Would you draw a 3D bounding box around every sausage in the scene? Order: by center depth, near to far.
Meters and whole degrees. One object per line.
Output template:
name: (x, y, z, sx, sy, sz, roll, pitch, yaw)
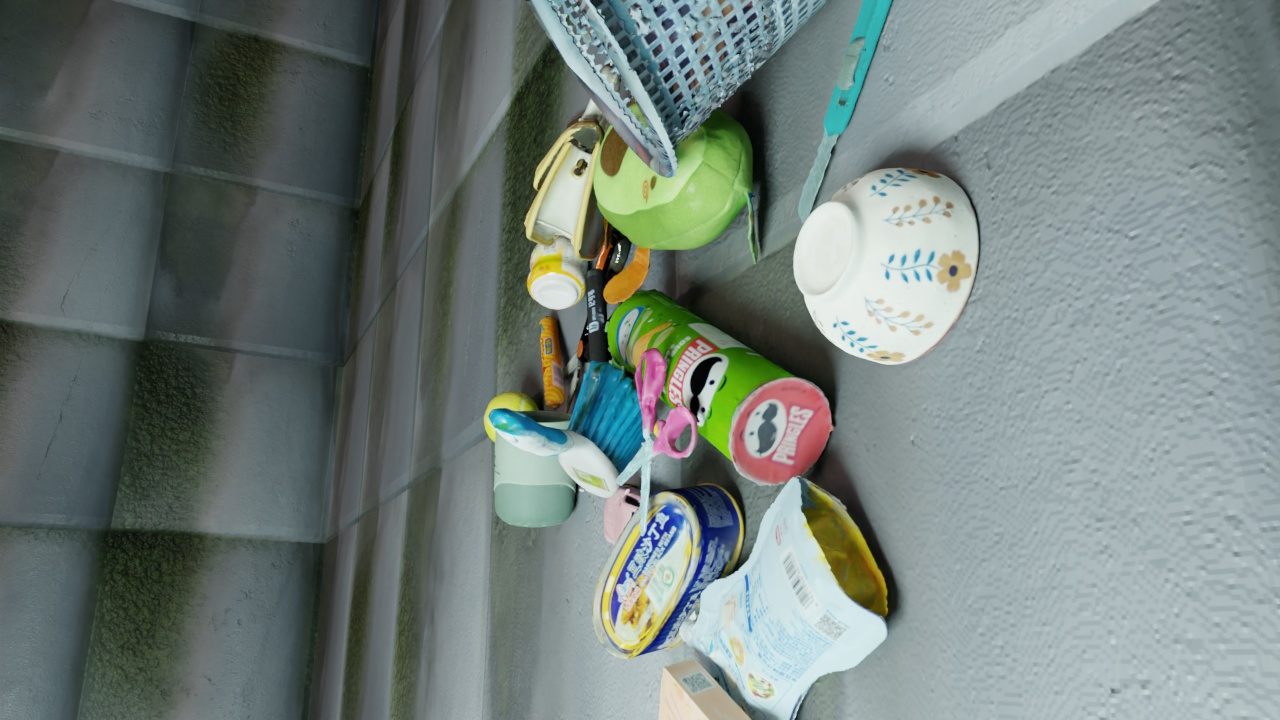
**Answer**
sausage: (-0.097, -0.001, 1.002, 0.165, 0.021, 0.021, -102, 31, -52)

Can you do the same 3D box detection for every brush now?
brush: (-0.042, 0.046, 0.656, 0.315, 0.060, 0.109, 78, -145, -68)

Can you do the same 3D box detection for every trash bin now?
trash bin: (0.032, -0.265, 0.589, 0.195, 0.226, 0.226, -35, 35, 1)

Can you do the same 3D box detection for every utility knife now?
utility knife: (0.138, -0.190, 0.593, 0.029, 0.013, 0.210, 48, 125, 59)

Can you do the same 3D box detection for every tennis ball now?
tennis ball: (-0.147, 0.068, 1.055, 0.066, 0.065, 0.065, -32, 54, 59)

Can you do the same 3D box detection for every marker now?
marker: (-0.039, -0.029, 0.852, 0.022, 0.020, 0.131, 77, -173, -56)

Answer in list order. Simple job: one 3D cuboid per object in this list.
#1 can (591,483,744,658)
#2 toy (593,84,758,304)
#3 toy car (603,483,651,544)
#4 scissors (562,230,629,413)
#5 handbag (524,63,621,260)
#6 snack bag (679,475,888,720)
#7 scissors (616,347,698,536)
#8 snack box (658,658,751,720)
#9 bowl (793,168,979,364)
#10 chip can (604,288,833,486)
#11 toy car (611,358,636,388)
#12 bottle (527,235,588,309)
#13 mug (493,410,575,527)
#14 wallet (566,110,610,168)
can: (0.018, 0.155, 0.671, 0.074, 0.049, 0.148, 48, 123, 36)
toy: (0.019, -0.152, 0.743, 0.247, 0.090, 0.227, 31, 104, 62)
toy car: (-0.006, 0.136, 0.772, 0.122, 0.037, 0.056, 7, 87, 66)
scissors: (-0.045, -0.029, 0.929, 0.221, 0.021, 0.222, 174, 105, -70)
handbag: (-0.055, -0.189, 0.876, 0.163, 0.063, 0.179, -62, -12, -84)
snack bag: (0.080, 0.167, 0.571, 0.110, 0.038, 0.191, 57, 139, 31)
scissors: (0.006, 0.052, 0.634, 0.134, 0.017, 0.128, 128, 137, -53)
snack box: (0.059, 0.264, 0.564, 0.157, 0.026, 0.084, 33, 124, 56)
bowl: (0.127, -0.058, 0.521, 0.113, 0.062, 0.113, -171, 90, -66)
chip can: (0.045, 0.009, 0.661, 0.236, 0.072, 0.072, 40, 118, 62)
toy car: (-0.005, 0.005, 0.812, 0.043, 0.036, 0.091, -146, 64, -61)
bottle: (-0.087, -0.108, 0.989, 0.063, 0.063, 0.108, 126, 155, -45)
mug: (-0.107, 0.107, 0.939, 0.111, 0.082, 0.106, -116, 27, -84)
wallet: (-0.067, -0.240, 1.039, 0.122, 0.020, 0.096, 2, 79, 66)
